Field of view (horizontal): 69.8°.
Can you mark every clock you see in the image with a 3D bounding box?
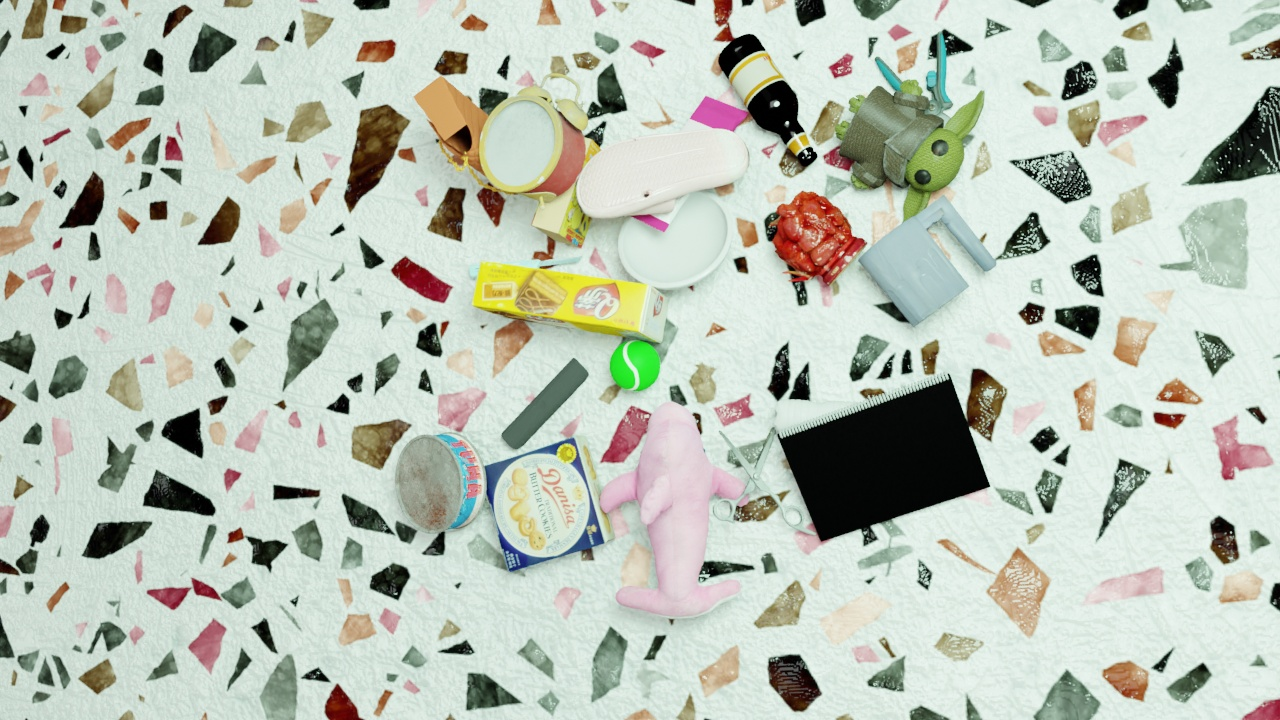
[{"bbox_3d":[-0.119,-0.272,1.125,0.117,0.081,0.159,28,101,26],"label":"clock"}]

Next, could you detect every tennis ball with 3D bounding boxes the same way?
[{"bbox_3d":[-0.007,0.007,1.169,0.065,0.065,0.065,-2,84,15],"label":"tennis ball"}]

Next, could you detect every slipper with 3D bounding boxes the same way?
[{"bbox_3d":[0.026,-0.233,1.142,0.221,0.056,0.106,-15,63,0],"label":"slipper"}]

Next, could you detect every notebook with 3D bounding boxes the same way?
[{"bbox_3d":[0.284,0.115,1.076,0.207,0.016,0.149,-21,102,13],"label":"notebook"}]

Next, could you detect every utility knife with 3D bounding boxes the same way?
[{"bbox_3d":[-0.157,-0.128,1.252,0.165,0.015,0.022,-4,51,14],"label":"utility knife"}]

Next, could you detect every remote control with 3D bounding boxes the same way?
[{"bbox_3d":[-0.127,0.058,1.223,0.147,0.015,0.033,-46,75,7],"label":"remote control"}]

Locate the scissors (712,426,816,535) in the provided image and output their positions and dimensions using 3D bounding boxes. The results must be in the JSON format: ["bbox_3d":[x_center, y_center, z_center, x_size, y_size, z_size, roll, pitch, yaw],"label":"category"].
[{"bbox_3d":[0.148,0.156,1.115,0.175,0.014,0.141,48,63,0],"label":"scissors"}]

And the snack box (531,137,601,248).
[{"bbox_3d":[-0.089,-0.221,1.202,0.040,0.088,0.126,19,90,16],"label":"snack box"}]

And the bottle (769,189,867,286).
[{"bbox_3d":[0.207,-0.146,1.118,0.111,0.099,0.099,43,96,5],"label":"bottle"}]

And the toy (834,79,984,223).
[{"bbox_3d":[0.310,-0.260,1.095,0.153,0.078,0.180,34,117,17],"label":"toy"}]

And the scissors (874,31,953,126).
[{"bbox_3d":[0.344,-0.336,1.131,0.124,0.019,0.155,15,88,17],"label":"scissors"}]

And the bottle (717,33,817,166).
[{"bbox_3d":[0.167,-0.323,1.157,0.059,0.059,0.181,-32,77,10],"label":"bottle"}]

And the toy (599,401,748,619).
[{"bbox_3d":[0.035,0.178,1.105,0.187,0.128,0.265,-5,81,9],"label":"toy"}]

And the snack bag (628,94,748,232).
[{"bbox_3d":[0.058,-0.254,1.182,0.070,0.016,0.196,29,79,27],"label":"snack bag"}]

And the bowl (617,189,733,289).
[{"bbox_3d":[0.048,-0.149,1.172,0.150,0.043,0.149,-7,63,14],"label":"bowl"}]

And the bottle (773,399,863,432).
[{"bbox_3d":[0.232,0.070,1.108,0.136,0.044,0.044,1,85,16],"label":"bottle"}]

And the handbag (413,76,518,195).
[{"bbox_3d":[-0.220,-0.281,1.201,0.060,0.171,0.109,-34,77,9],"label":"handbag"}]

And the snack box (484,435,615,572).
[{"bbox_3d":[-0.122,0.185,1.195,0.145,0.042,0.144,-20,80,13],"label":"snack box"}]

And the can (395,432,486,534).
[{"bbox_3d":[-0.265,0.161,1.214,0.130,0.044,0.130,1,91,36],"label":"can"}]

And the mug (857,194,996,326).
[{"bbox_3d":[0.337,-0.116,1.076,0.124,0.083,0.104,-37,81,6],"label":"mug"}]

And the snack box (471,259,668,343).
[{"bbox_3d":[-0.088,-0.074,1.176,0.230,0.110,0.061,10,87,16],"label":"snack box"}]
